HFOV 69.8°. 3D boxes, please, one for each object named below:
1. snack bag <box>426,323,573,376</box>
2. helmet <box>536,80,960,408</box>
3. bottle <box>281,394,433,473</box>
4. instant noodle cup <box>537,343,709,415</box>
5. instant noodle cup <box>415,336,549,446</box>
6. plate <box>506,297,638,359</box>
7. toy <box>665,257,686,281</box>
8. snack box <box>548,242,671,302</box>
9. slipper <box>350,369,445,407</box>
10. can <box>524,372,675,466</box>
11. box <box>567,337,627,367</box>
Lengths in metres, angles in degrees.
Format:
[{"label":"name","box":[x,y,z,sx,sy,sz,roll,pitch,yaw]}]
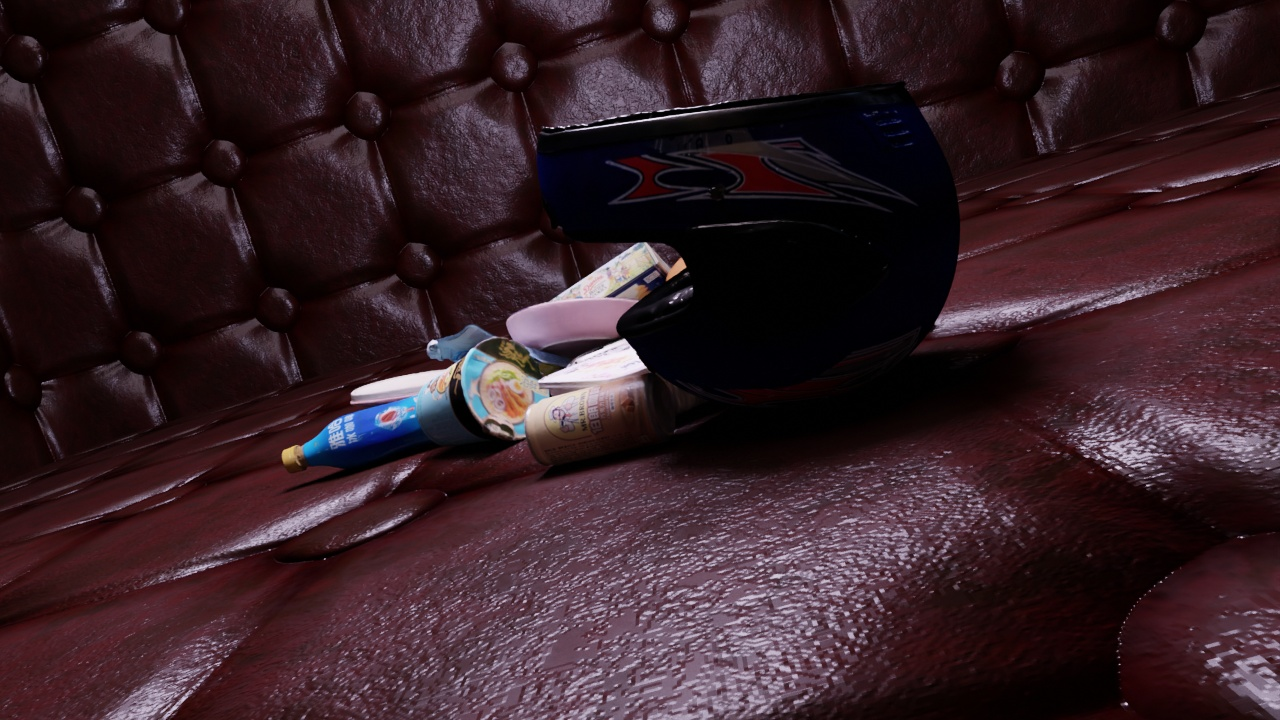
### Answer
[{"label":"snack bag","box":[-0.146,0.001,1.050,0.190,0.038,0.110,19,-14,-39]},{"label":"helmet","box":[0.085,-0.082,0.722,0.315,0.240,0.247,-5,12,6]},{"label":"bottle","box":[-0.309,0.086,1.072,0.219,0.065,0.065,-17,8,1]},{"label":"instant noodle cup","box":[-0.003,0.023,0.879,0.137,0.060,0.174,-22,11,-30]},{"label":"instant noodle cup","box":[-0.178,0.044,0.980,0.121,0.111,0.111,-20,4,42]},{"label":"plate","box":[-0.062,-0.030,1.087,0.192,0.039,0.192,-3,-12,-1]},{"label":"toy","box":[0.086,-0.068,1.161,0.130,0.140,0.199,25,14,1]},{"label":"snack box","box":[-0.036,-0.079,1.289,0.183,0.045,0.178,-32,-17,9]},{"label":"slipper","box":[-0.248,0.046,1.230,0.274,0.054,0.114,-6,11,-3]},{"label":"can","box":[-0.033,0.050,0.763,0.116,0.058,0.058,-15,9,19]},{"label":"box","box":[-0.009,0.005,1.030,0.162,0.076,0.087,-23,-10,-17]}]
